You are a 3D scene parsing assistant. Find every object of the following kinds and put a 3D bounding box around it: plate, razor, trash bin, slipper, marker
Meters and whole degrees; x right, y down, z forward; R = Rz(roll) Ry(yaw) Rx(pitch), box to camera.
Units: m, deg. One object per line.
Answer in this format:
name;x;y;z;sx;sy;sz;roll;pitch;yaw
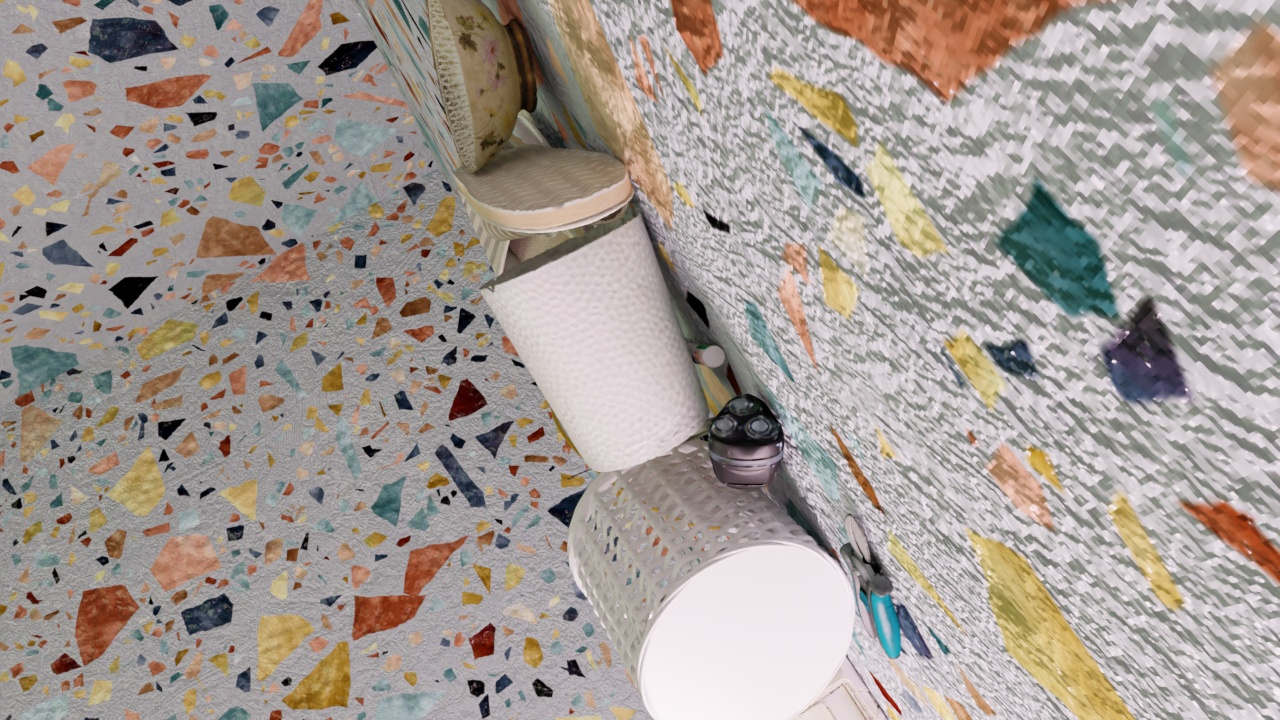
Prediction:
plate;0.011;0.093;0.963;0.229;0.021;0.229;30;-164;-10
razor;0.077;0.064;0.683;0.140;0.053;0.063;67;-155;-76
trash bin;-0.027;-0.011;0.696;0.161;0.133;0.133;65;172;-12
slipper;-0.101;-0.116;0.863;0.272;0.053;0.115;53;137;19
slipper;-0.080;-0.130;0.719;0.263;0.115;0.052;36;146;60
marker;0.042;-0.006;0.750;0.017;0.017;0.145;60;173;-7
plate;-0.064;-0.150;0.904;0.208;0.015;0.209;58;173;11

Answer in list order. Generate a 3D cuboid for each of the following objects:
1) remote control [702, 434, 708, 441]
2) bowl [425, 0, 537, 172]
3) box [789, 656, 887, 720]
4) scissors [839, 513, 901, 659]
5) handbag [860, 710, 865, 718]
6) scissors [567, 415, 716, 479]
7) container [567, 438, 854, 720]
remote control;0.077;0.090;0.935;0.140;0.009;0.030;57;173;17
bowl;-0.121;-0.225;0.720;0.145;0.063;0.145;165;90;-74
box;0.140;0.342;0.875;0.143;0.183;0.099;55;165;18
scissors;0.158;0.156;0.614;0.139;0.019;0.136;59;171;12
handbag;0.215;0.389;0.977;0.185;0.047;0.124;56;-167;18
scissors;0.022;0.067;0.749;0.158;0.170;0.012;-27;81;41
container;0.053;0.188;0.779;0.189;0.189;0.187;63;171;-27
